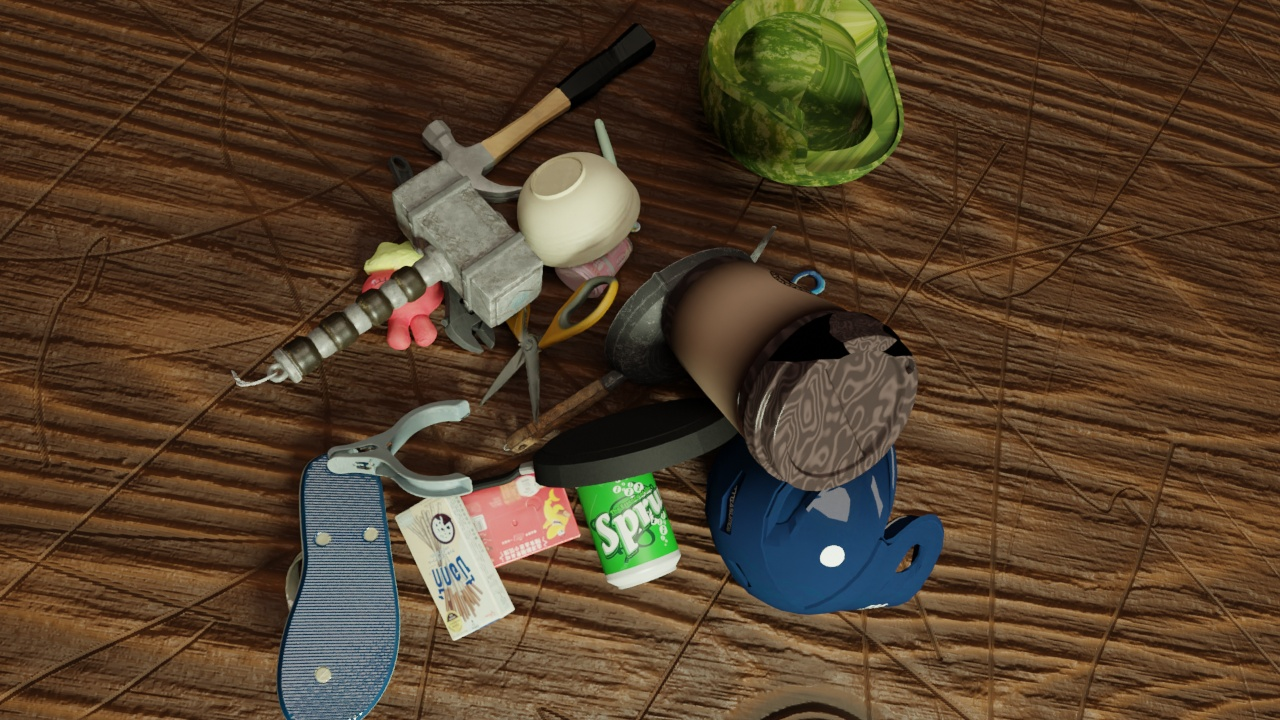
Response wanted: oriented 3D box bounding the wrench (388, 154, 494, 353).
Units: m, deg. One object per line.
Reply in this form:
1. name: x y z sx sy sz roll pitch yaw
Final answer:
1. wrench: -0.236 -0.127 1.069 0.073 0.018 0.273 -10 68 -49

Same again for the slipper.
1. slipper: -0.316 0.240 0.968 0.118 0.060 0.294 1 64 -18

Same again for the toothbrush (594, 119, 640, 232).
1. toothbrush: -0.031 -0.235 1.160 0.022 0.015 0.154 -9 78 -50

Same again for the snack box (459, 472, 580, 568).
1. snack box: -0.144 0.179 1.036 0.132 0.021 0.089 -18 82 -16

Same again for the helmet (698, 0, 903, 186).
1. helmet: 0.189 -0.327 1.115 0.243 0.247 0.213 31 89 38

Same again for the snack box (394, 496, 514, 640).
1. snack box: -0.201 0.217 0.987 0.026 0.082 0.150 -17 79 -60

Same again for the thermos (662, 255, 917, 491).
1. thermos: 0.132 -0.002 0.899 0.172 0.226 0.173 -15 124 -23

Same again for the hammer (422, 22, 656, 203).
1. hammer: -0.109 -0.320 1.153 0.327 0.039 0.131 -42 90 -18

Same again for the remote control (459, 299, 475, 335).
1. remote control: -0.192 -0.098 1.096 0.030 0.009 0.140 17 74 -8

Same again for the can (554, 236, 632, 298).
1. can: -0.057 -0.123 1.102 0.067 0.067 0.076 36 72 -2

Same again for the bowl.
1. bowl: -0.083 -0.189 1.067 0.151 0.075 0.150 -13 50 15

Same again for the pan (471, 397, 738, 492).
1. pan: -0.070 0.100 0.993 0.357 0.225 0.034 -14 97 10

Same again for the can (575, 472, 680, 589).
1. can: -0.015 0.178 1.030 0.087 0.088 0.140 -17 81 -16

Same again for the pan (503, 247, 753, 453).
1. pan: -0.006 0.006 1.042 0.357 0.207 0.040 -37 60 2

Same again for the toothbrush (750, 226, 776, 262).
1. toothbrush: 0.135 -0.121 1.083 0.010 0.182 0.010 20 76 -1

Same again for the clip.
1. clip: -0.232 0.101 0.990 0.166 0.032 0.164 24 44 31

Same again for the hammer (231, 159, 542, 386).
1. hammer: -0.273 -0.061 0.970 0.325 0.080 0.177 -39 77 -21

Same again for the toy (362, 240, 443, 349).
1. toy: -0.272 -0.075 1.054 0.091 0.045 0.135 -4 71 -17

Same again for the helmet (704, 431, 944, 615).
1. helmet: 0.183 0.141 0.999 0.223 0.232 0.272 10 98 -21

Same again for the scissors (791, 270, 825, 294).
1. scissors: 0.185 -0.071 1.173 0.139 0.011 0.134 -29 83 -17

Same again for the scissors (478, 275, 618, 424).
1. scissors: -0.120 -0.040 1.042 0.226 0.016 0.229 -44 53 17
